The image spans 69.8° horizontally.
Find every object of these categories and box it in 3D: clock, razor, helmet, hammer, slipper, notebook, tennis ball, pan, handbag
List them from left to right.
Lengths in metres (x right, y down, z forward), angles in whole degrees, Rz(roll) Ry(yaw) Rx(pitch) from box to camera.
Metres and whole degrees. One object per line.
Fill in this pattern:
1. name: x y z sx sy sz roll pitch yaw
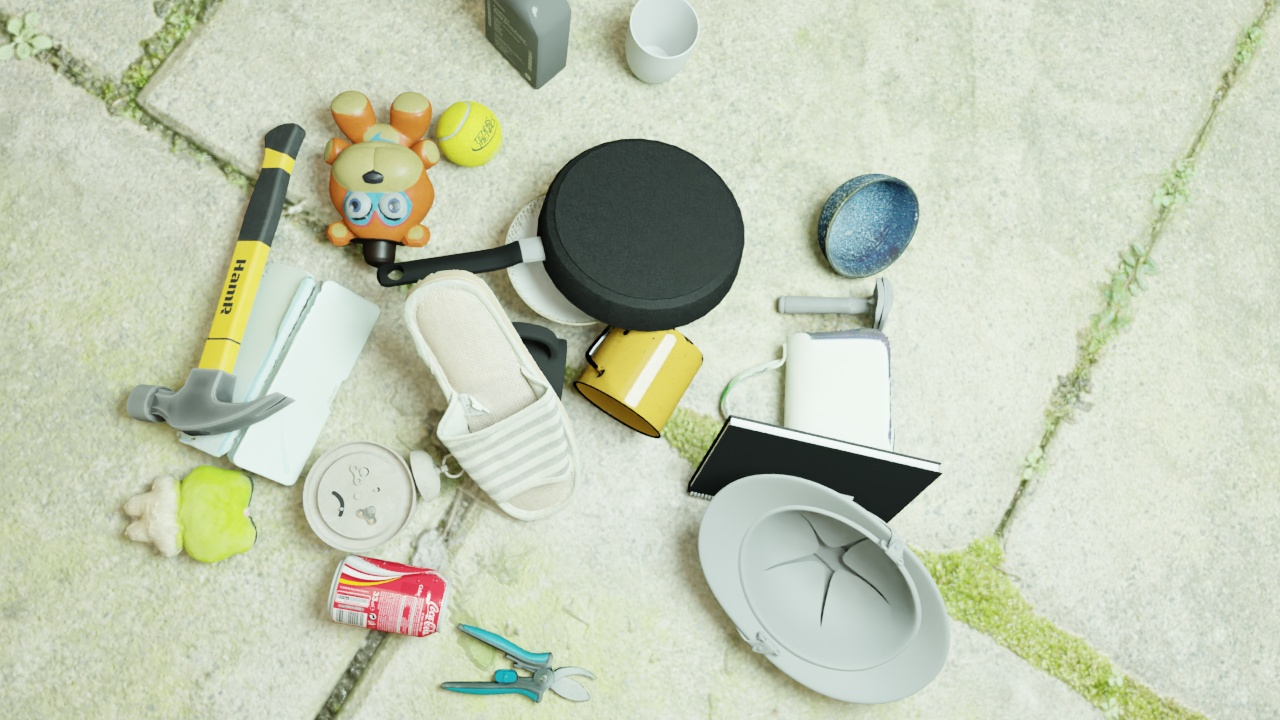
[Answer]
1. hammer: -0.378 -0.084 0.885 0.170 0.034 0.324 3 73 21
2. clock: -0.243 0.123 0.884 0.157 0.061 0.103 -19 84 -2
3. tennis ball: -0.175 -0.231 0.937 0.065 0.065 0.065 1 82 -8
4. slipper: -0.134 0.042 0.848 0.114 0.054 0.273 -19 117 2
5. pan: -0.069 -0.114 0.872 0.355 0.044 0.204 -10 69 -14
6. handbag: 0.172 0.046 0.957 0.176 0.074 0.151 0 81 11
7. notebook: 0.164 0.117 0.900 0.206 0.149 0.016 13 55 -6
8. helmet: 0.180 0.203 0.907 0.271 0.117 0.184 45 110 -3
9. razor: 0.205 -0.058 0.971 0.116 0.088 0.047 2 81 12

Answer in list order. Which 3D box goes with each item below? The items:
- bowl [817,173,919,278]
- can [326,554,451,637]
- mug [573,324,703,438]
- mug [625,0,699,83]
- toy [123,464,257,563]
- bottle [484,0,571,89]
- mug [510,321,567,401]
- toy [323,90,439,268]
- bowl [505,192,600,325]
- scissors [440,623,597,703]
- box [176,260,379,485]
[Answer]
1. bowl: 0.233 -0.151 0.979 0.114 0.060 0.114 -12 126 -18
2. can: -0.236 0.223 0.868 0.105 0.064 0.064 12 81 -6
3. mug: -0.006 0.005 0.903 0.094 0.101 0.123 -58 135 -13
4. mug: 0.020 -0.348 0.967 0.071 0.089 0.107 7 81 -7
5. toy: -0.424 0.146 0.864 0.117 0.043 0.092 -5 86 -6
6. bottle: -0.112 -0.345 0.905 0.046 0.174 0.084 -44 90 -11
7. mug: -0.117 0.002 0.891 0.088 0.114 0.078 7 55 -7
8. toy: -0.256 -0.179 0.911 0.112 0.096 0.176 -2 94 -5
9. bowl: -0.067 -0.096 0.930 0.145 0.063 0.145 2 73 -8
10. scissors: -0.125 0.301 0.897 0.155 0.019 0.124 -24 88 -12
11. box: -0.351 0.010 0.895 0.126 0.074 0.197 20 77 15
